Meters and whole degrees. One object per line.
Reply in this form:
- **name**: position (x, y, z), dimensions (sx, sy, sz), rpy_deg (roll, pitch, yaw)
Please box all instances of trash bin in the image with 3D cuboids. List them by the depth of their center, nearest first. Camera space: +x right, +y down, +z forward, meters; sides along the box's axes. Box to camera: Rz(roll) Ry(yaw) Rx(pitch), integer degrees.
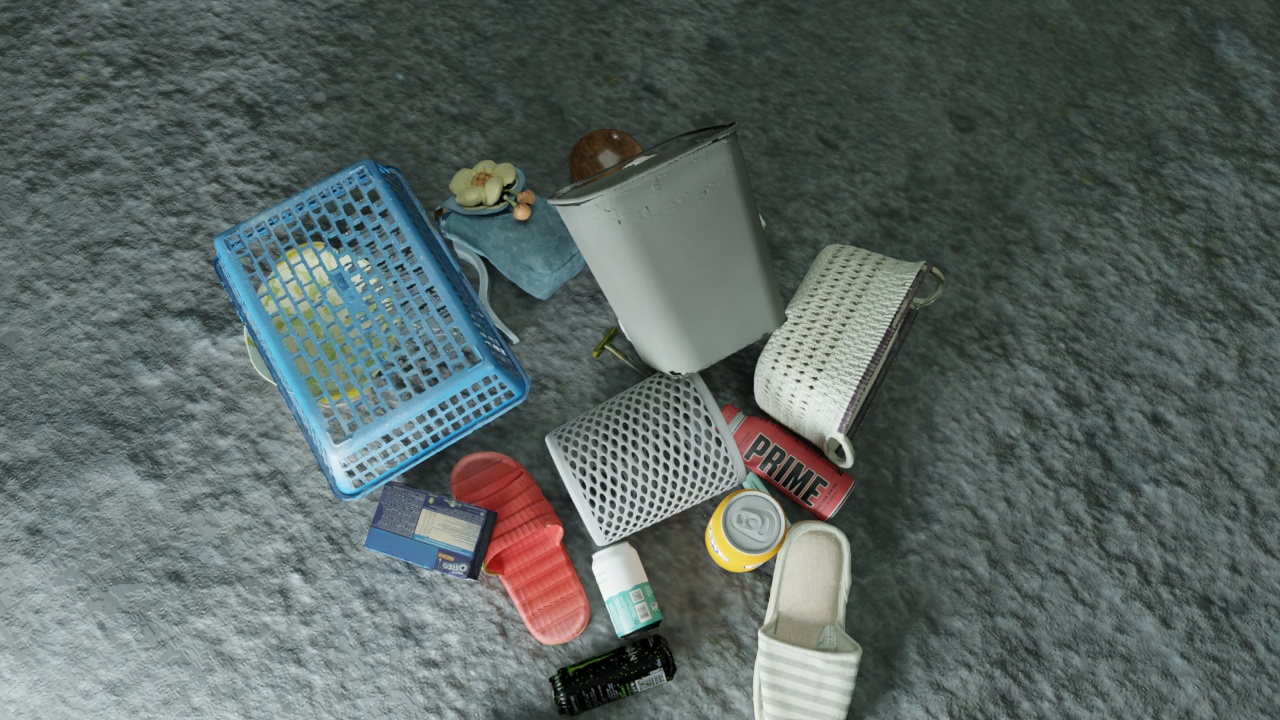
- **trash bin**: position (0.041, -0.119, 1.021), dimensions (0.197, 0.197, 0.220), rpy_deg (-28, 107, -12)
- **trash bin**: position (0.002, 0.108, 1.044), dimensions (0.183, 0.156, 0.156), rpy_deg (-26, 74, -6)

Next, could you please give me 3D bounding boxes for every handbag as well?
- **handbag**: position (-0.157, -0.172, 1.144), dimensions (0.192, 0.119, 0.121), rpy_deg (37, 55, 14)

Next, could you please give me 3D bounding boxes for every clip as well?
- **clip**: position (-0.216, -0.094, 1.171), dimensions (0.173, 0.031, 0.164), rpy_deg (19, 75, 5)

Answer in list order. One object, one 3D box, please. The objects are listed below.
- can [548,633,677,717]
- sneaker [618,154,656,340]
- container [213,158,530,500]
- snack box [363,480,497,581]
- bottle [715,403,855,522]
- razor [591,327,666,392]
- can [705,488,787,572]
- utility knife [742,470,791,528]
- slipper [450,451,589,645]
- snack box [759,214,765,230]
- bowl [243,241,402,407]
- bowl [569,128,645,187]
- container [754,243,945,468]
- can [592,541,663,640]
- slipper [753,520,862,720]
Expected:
- **can**: position (-0.030, 0.349, 1.018), dimensions (0.137, 0.054, 0.054), rpy_deg (-18, 73, -6)
- **sneaker**: position (-0.002, -0.140, 1.164), dimensions (0.090, 0.104, 0.236), rpy_deg (1, 96, -38)
- **container**: position (-0.324, -0.056, 1.063), dimensions (0.257, 0.089, 0.362), rpy_deg (-31, 75, -10)
- **snack box**: position (-0.241, 0.194, 1.050), dimensions (0.150, 0.027, 0.082), rpy_deg (12, 79, 26)
- **bottle**: position (0.165, 0.115, 1.089), dimensions (0.176, 0.062, 0.062), rpy_deg (36, 75, 10)
- **razor**: position (-0.007, 0.007, 1.145), dimensions (0.106, 0.026, 0.042), rpy_deg (38, 74, 6)
- **can**: position (0.116, 0.190, 1.022), dimensions (0.079, 0.143, 0.079), rpy_deg (0, 72, -1)
- **utility knife**: position (0.170, 0.196, 1.090), dimensions (0.022, 0.015, 0.147), rpy_deg (-33, 78, -17)
- **slipper**: position (-0.139, 0.210, 1.060), dimensions (0.103, 0.059, 0.248), rpy_deg (-30, 76, -9)
- **snack box**: position (0.115, -0.161, 1.130), dimensions (0.026, 0.150, 0.082), rpy_deg (-27, 73, -9)
- **bowl**: position (-0.384, -0.038, 1.136), dimensions (0.188, 0.060, 0.219), rpy_deg (-20, 73, -6)
- **bowl**: position (-0.041, -0.252, 1.223), dimensions (0.102, 0.026, 0.114), rpy_deg (-24, 75, -8)
- **container**: position (0.238, -0.015, 1.074), dimensions (0.143, 0.185, 0.251), rpy_deg (26, 73, 17)
- **can**: position (-0.016, 0.262, 1.045), dimensions (0.055, 0.055, 0.101), rpy_deg (-21, 74, -7)
- **slipper**: position (0.187, 0.315, 1.024), dimensions (0.114, 0.054, 0.272), rpy_deg (5, 78, 4)
